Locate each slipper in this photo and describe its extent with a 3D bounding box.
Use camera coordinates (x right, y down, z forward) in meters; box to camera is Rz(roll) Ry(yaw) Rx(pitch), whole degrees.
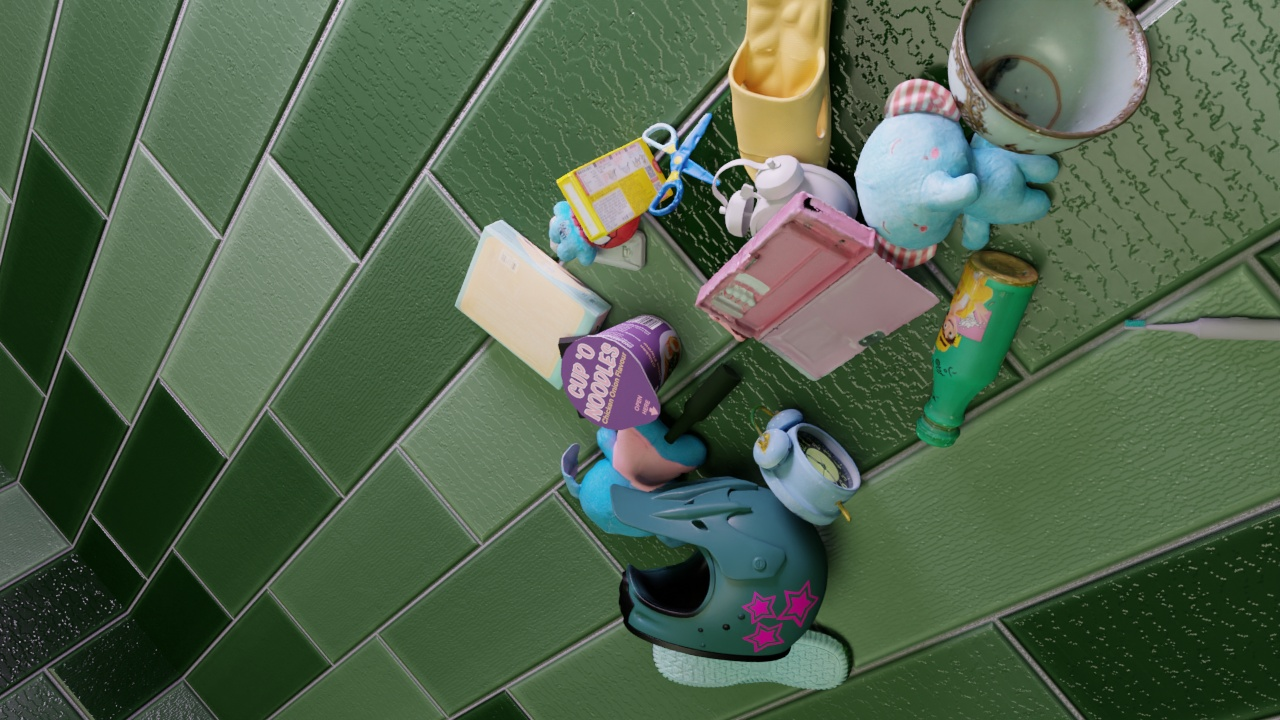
[{"bbox_3d":[0.135,-0.280,0.908,0.099,0.078,0.264,18,125,28],"label":"slipper"},{"bbox_3d":[0.151,0.395,1.262,0.276,0.069,0.116,-1,113,16],"label":"slipper"}]

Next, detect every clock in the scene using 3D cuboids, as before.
[{"bbox_3d":[0.149,-0.158,0.942,0.159,0.061,0.120,29,151,-12],"label":"clock"},{"bbox_3d":[0.184,0.117,1.062,0.162,0.117,0.060,41,118,0],"label":"clock"}]

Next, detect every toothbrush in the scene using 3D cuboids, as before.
[{"bbox_3d":[0.539,-0.029,0.821,0.188,0.018,0.019,3,117,31],"label":"toothbrush"}]

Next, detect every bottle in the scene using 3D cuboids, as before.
[{"bbox_3d":[0.072,0.057,1.131,0.033,0.033,0.123,43,111,6],"label":"bottle"},{"bbox_3d":[0.333,-0.005,0.933,0.068,0.067,0.210,24,124,20],"label":"bottle"}]

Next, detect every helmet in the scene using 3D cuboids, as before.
[{"bbox_3d":[0.092,0.239,1.120,0.275,0.176,0.200,7,102,-1],"label":"helmet"}]

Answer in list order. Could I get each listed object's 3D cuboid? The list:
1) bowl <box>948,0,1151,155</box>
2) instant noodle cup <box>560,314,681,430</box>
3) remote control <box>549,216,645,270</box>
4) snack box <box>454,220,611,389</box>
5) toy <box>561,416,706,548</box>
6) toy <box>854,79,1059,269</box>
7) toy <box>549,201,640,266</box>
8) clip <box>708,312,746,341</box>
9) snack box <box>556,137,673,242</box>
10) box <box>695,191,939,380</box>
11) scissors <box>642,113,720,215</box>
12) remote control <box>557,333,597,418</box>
[{"bbox_3d":[0.330,-0.238,0.780,0.160,0.159,0.094,42,166,7],"label":"bowl"},{"bbox_3d":[-0.007,0.007,1.119,0.137,0.121,0.122,28,126,18],"label":"instant noodle cup"},{"bbox_3d":[-0.055,-0.145,1.134,0.133,0.022,0.050,15,121,26],"label":"remote control"},{"bbox_3d":[-0.147,-0.072,1.217,0.193,0.044,0.142,38,129,10],"label":"snack box"},{"bbox_3d":[0.007,0.158,1.217,0.224,0.098,0.192,32,116,5],"label":"toy"},{"bbox_3d":[0.291,-0.163,0.857,0.181,0.114,0.184,10,114,16],"label":"toy"},{"bbox_3d":[-0.057,-0.167,1.089,0.133,0.062,0.092,-29,69,27],"label":"toy"},{"bbox_3d":[0.107,-0.043,1.088,0.060,0.023,0.045,14,120,20],"label":"clip"},{"bbox_3d":[-0.024,-0.190,1.008,0.025,0.151,0.075,-22,102,39],"label":"snack box"},{"bbox_3d":[0.178,-0.071,0.967,0.179,0.039,0.233,32,150,-10],"label":"box"},{"bbox_3d":[0.041,-0.218,1.010,0.126,0.013,0.125,38,98,29],"label":"scissors"},{"bbox_3d":[-0.066,0.022,1.201,0.058,0.013,0.134,-4,130,8],"label":"remote control"}]
